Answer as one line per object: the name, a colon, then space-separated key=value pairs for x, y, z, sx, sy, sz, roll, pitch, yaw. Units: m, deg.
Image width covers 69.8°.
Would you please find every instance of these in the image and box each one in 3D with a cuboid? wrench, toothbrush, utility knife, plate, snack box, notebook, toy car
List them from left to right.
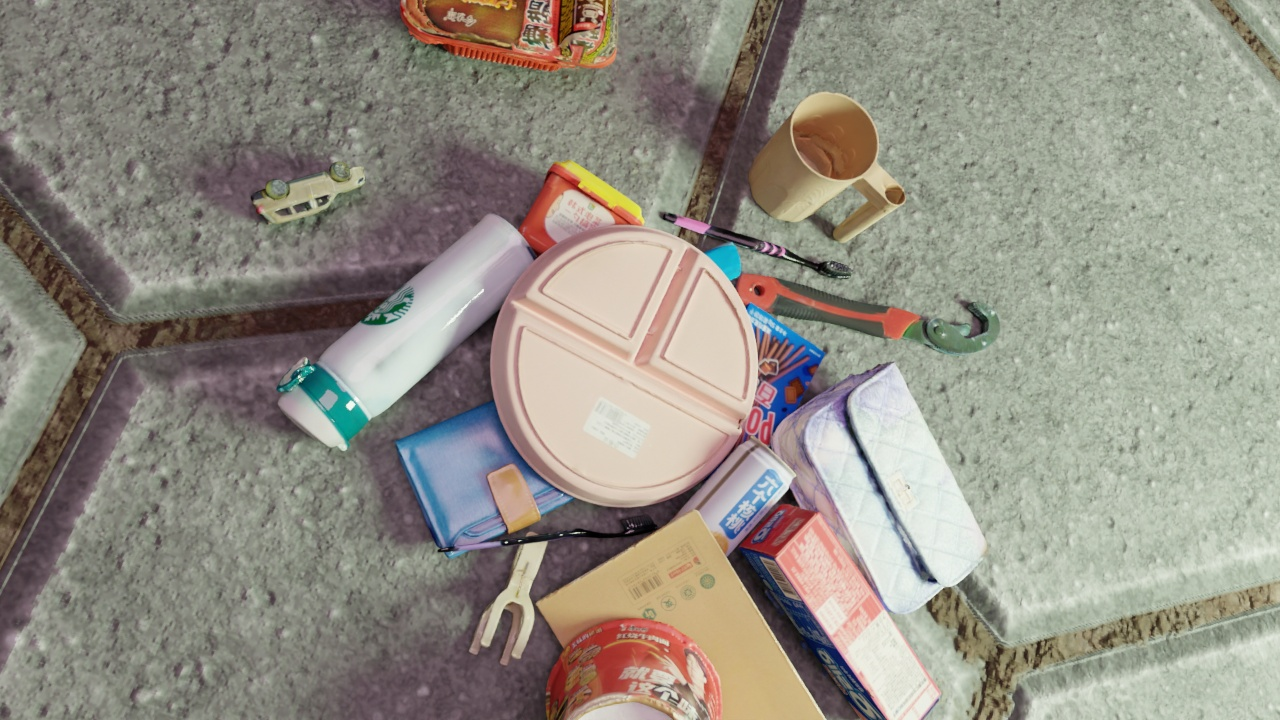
toy car: x=-0.265 y=-0.136 z=0.740 sx=0.090 sy=0.042 sz=0.035 roll=-22 pitch=106 yaw=-14
toothbrush: x=-0.069 y=0.138 z=0.727 sx=0.188 sy=0.014 sz=0.016 roll=-1 pitch=66 yaw=-29
snack box: x=-0.054 y=-0.111 z=0.774 sx=0.091 sy=0.082 sz=0.080 roll=33 pitch=81 yaw=-6
plate: x=-0.004 y=0.004 z=0.734 sx=0.229 sy=0.028 sz=0.229 roll=0 pitch=90 yaw=-21
utility knife: x=0.005 y=-0.056 z=0.808 sx=0.198 sy=0.018 sz=0.034 roll=-25 pitch=73 yaw=-19
notebook: x=0.034 y=0.239 z=0.716 sx=0.148 sy=0.008 sz=0.207 roll=-31 pitch=93 yaw=4
snack box: x=0.092 y=0.035 z=0.807 sx=0.084 sy=0.026 sz=0.157 roll=33 pitch=71 yaw=-7
toothbrush: x=0.111 y=-0.107 z=0.850 sx=0.189 sy=0.018 sz=0.014 roll=16 pitch=76 yaw=-10
snack box: x=0.163 y=0.214 z=0.746 sx=0.058 sy=0.057 sz=0.207 roll=-41 pitch=105 yaw=-21
wrench: x=0.218 y=-0.044 z=0.865 sx=0.273 sy=0.016 sz=0.056 roll=8 pitch=76 yaw=-14

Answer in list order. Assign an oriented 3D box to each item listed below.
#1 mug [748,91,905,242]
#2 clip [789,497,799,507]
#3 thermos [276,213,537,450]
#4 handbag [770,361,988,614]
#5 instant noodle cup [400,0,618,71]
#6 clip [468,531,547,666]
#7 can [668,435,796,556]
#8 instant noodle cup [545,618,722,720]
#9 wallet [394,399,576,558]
mug: x=0.168 y=-0.167 z=0.833 sx=0.124 sy=0.104 sz=0.084 roll=43 pitch=70 yaw=-3
clip: x=0.148 y=0.122 z=0.807 sx=0.057 sy=0.031 sz=0.025 roll=-39 pitch=92 yaw=-24
thermos: x=-0.182 y=-0.024 z=0.723 sx=0.073 sy=0.073 sz=0.223 roll=46 pitch=71 yaw=-1
handbag: x=0.208 y=0.112 z=0.786 sx=0.134 sy=0.076 sz=0.194 roll=-30 pitch=94 yaw=-28
instant noodle cup: x=-0.115 y=-0.330 z=0.805 sx=0.188 sy=0.079 sz=0.164 roll=6 pitch=76 yaw=-15
clip: x=-0.095 y=0.185 z=0.702 sx=0.035 sy=0.093 sz=0.103 roll=25 pitch=83 yaw=-8
can: x=0.064 y=0.126 z=0.746 sx=0.053 sy=0.053 sz=0.134 roll=43 pitch=87 yaw=-3
instant noodle cup: x=-0.006 y=0.268 z=0.660 sx=0.138 sy=0.108 sz=0.138 roll=0 pitch=94 yaw=2
wallet: x=-0.116 y=0.086 z=0.735 sx=0.133 sy=0.040 sz=0.106 roll=-23 pitch=80 yaw=-18
